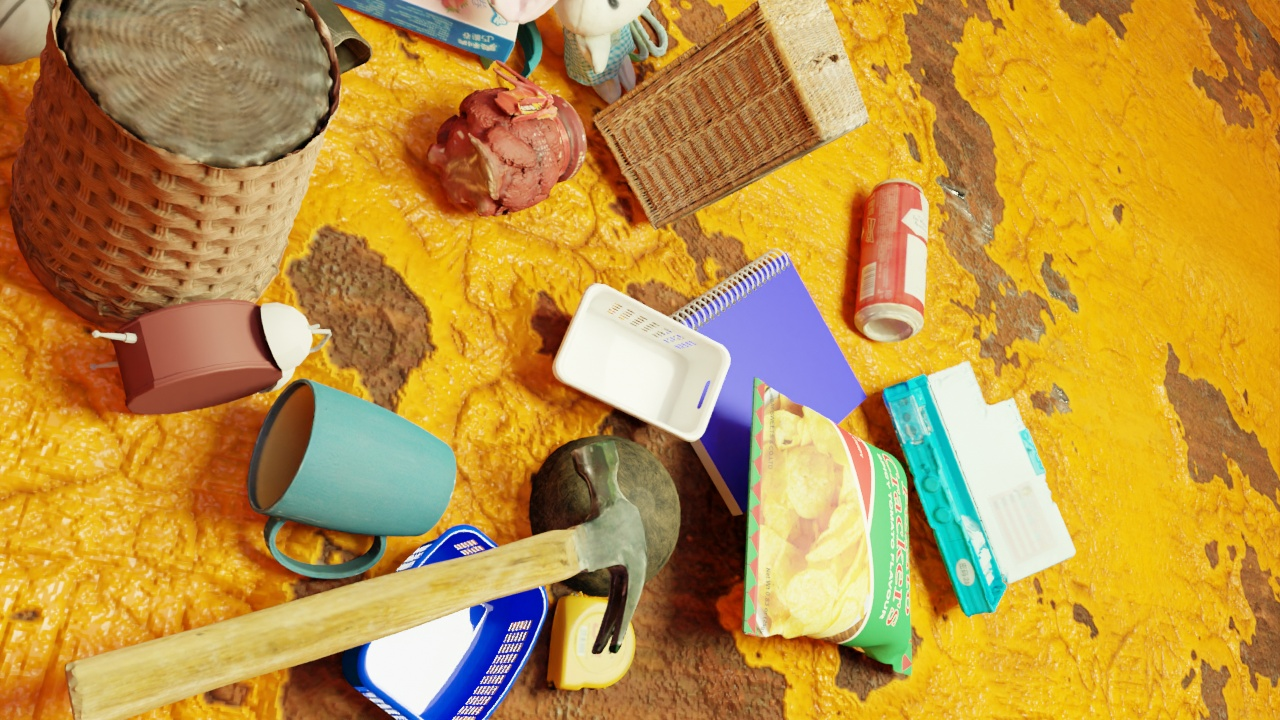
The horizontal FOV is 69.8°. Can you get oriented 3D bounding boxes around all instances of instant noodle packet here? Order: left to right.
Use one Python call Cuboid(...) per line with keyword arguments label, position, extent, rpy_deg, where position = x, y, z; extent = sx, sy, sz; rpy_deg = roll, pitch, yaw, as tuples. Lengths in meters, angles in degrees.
Cuboid(label="instant noodle packet", position=(0.165, 0.145, 0.766), extent=(0.252, 0.091, 0.195), rpy_deg=(27, 59, -42))

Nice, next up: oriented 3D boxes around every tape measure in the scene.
Cuboid(label="tape measure", position=(-0.034, 0.198, 0.647), extent=(0.058, 0.030, 0.068), rpy_deg=(16, 67, -31))

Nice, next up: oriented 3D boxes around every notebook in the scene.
Cuboid(label="notebook", position=(0.106, 0.010, 0.823), extent=(0.208, 0.022, 0.171), rpy_deg=(-34, 96, -39))

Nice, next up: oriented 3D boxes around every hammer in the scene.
Cuboid(label="hammer", position=(-0.133, 0.138, 0.522), extent=(0.329, 0.033, 0.132), rpy_deg=(-9, 80, -37))

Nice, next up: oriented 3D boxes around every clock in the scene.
Cuboid(label="clock", position=(-0.245, -0.003, 0.533), extent=(0.124, 0.087, 0.044), rpy_deg=(-13, 80, -34))

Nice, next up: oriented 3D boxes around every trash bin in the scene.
Cuboid(label="trash bin", position=(-0.245, -0.114, 0.493), extent=(0.151, 0.211, 0.151), rpy_deg=(13, 66, -33))

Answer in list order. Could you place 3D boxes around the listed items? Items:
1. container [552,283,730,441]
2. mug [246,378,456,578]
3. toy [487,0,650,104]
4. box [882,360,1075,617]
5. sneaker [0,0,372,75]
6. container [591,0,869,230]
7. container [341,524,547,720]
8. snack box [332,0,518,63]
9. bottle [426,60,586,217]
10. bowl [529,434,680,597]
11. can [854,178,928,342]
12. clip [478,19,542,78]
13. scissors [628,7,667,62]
Cuboid(label="container", position=(-0.004, 0.004, 0.709), extent=(0.129, 0.050, 0.080), rpy_deg=(26, 75, -17))
Cuboid(label="mug", position=(-0.178, 0.080, 0.563), extent=(0.104, 0.084, 0.112), rpy_deg=(25, 89, -38))
Cuboid(label="toy", position=(-0.034, -0.278, 0.739), extent=(0.205, 0.106, 0.130), rpy_deg=(51, 45, -61))
Cuboid(label="box", position=(0.327, 0.118, 0.914), extent=(0.180, 0.074, 0.227), rpy_deg=(-14, 82, -39))
Cuboid(label="sneaker", position=(-0.287, -0.207, 0.575), extent=(0.120, 0.095, 0.234), rpy_deg=(55, 44, -4))
Cuboid(label="container", position=(0.076, -0.204, 0.765), extent=(0.113, 0.199, 0.113), rpy_deg=(-33, 98, -50))
Cuboid(label="container", position=(-0.124, 0.171, 0.574), extent=(0.096, 0.058, 0.114), rpy_deg=(44, 54, -15))
Cuboid(label="snack box", position=(-0.167, -0.298, 0.712), extent=(0.154, 0.033, 0.087), rpy_deg=(14, 68, -20))
Cuboid(label="bottle", position=(-0.100, -0.164, 0.689), extent=(0.110, 0.099, 0.099), rpy_deg=(-30, 92, -43))
Cuboid(label="bowl", position=(-0.015, 0.110, 0.676), extent=(0.121, 0.056, 0.121), rpy_deg=(13, 67, -32))
Cuboid(label="can", position=(0.259, -0.104, 0.943), extent=(0.067, 0.067, 0.169), rpy_deg=(25, 60, -26))
Cuboid(label="clip", position=(-0.098, -0.292, 0.781), extent=(0.113, 0.028, 0.126), rpy_deg=(17, 65, -24))
Cuboid(label="scissors", position=(-0.036, -0.356, 0.856), extent=(0.072, 0.033, 0.175), rpy_deg=(-36, 92, -36))
